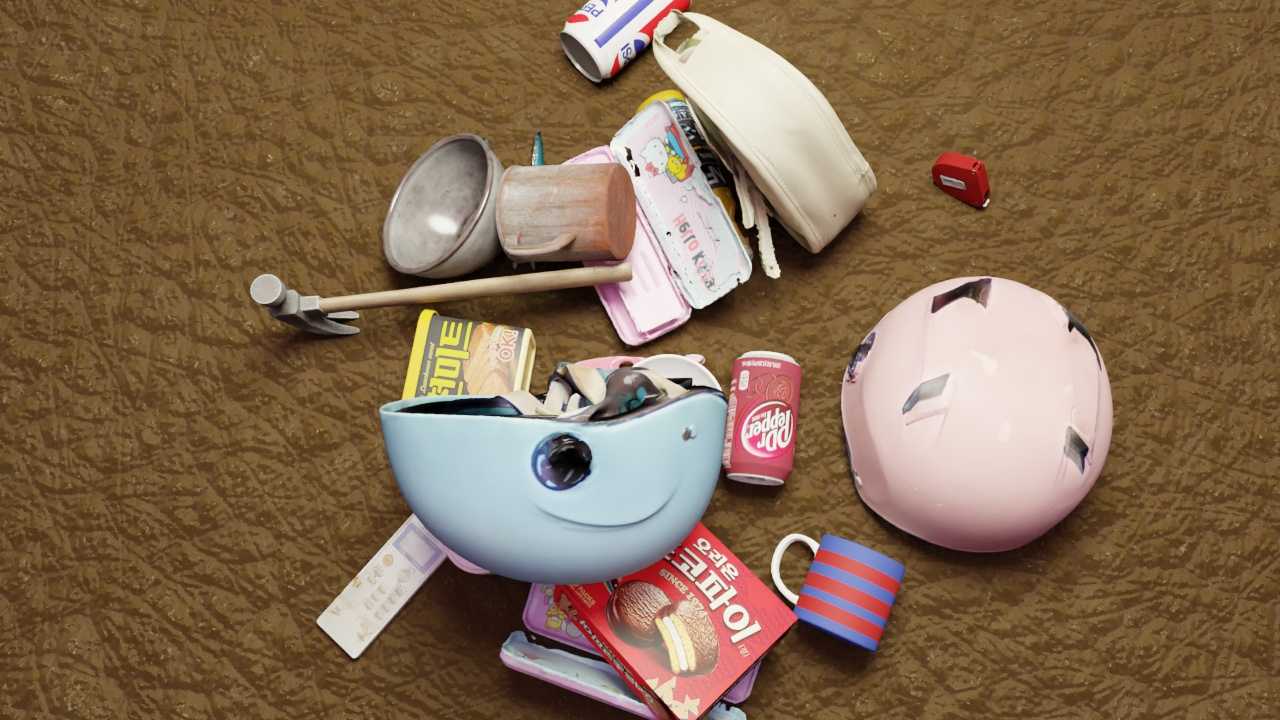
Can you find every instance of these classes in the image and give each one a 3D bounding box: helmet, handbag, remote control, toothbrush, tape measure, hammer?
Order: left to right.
[{"bbox_3d":[-0.230,0.202,0.838,0.050,0.011,0.135,40,81,10],"label":"remote control"},{"bbox_3d":[-0.172,-0.066,0.844,0.331,0.119,0.030,-8,76,0],"label":"hammer"},{"bbox_3d":[-0.064,0.084,0.702,0.265,0.226,0.167,3,89,-18],"label":"helmet"},{"bbox_3d":[-0.005,0.005,0.876,0.135,0.016,0.021,-6,76,0],"label":"toothbrush"},{"bbox_3d":[0.095,-0.185,0.823,0.132,0.229,0.184,-47,68,3],"label":"handbag"},{"bbox_3d":[0.312,-0.176,0.896,0.051,0.059,0.019,27,76,38],"label":"tape measure"},{"bbox_3d":[0.298,0.031,0.799,0.230,0.153,0.255,19,72,10],"label":"helmet"}]

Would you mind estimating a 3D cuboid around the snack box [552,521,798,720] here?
[{"bbox_3d":[0.028,0.207,0.763,0.132,0.036,0.152,-34,64,-30],"label":"snack box"}]

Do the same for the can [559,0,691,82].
[{"bbox_3d":[-0.014,-0.351,0.935,0.132,0.070,0.070,-44,79,-8],"label":"can"}]

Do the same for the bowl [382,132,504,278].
[{"bbox_3d":[-0.172,-0.136,0.873,0.145,0.067,0.144,-18,59,32],"label":"bowl"}]

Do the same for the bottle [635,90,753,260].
[{"bbox_3d":[0.055,-0.174,0.898,0.053,0.053,0.186,-23,77,-4],"label":"bottle"}]

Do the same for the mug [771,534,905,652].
[{"bbox_3d":[0.165,0.196,0.803,0.112,0.075,0.076,17,76,32],"label":"mug"}]

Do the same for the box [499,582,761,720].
[{"bbox_3d":[-0.004,0.244,0.774,0.214,0.092,0.090,18,97,6],"label":"box"}]

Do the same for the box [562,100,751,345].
[{"bbox_3d":[0.008,-0.129,0.884,0.156,0.059,0.201,-29,77,15],"label":"box"}]

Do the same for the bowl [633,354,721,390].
[{"bbox_3d":[0.027,0.051,0.844,0.105,0.054,0.104,-1,74,5],"label":"bowl"}]

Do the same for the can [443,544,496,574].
[{"bbox_3d":[-0.135,0.155,0.813,0.067,0.076,0.067,0,76,1],"label":"can"}]

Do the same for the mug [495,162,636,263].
[{"bbox_3d":[-0.070,-0.125,0.820,0.110,0.096,0.122,-3,36,21],"label":"mug"}]

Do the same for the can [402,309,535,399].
[{"bbox_3d":[-0.158,0.028,0.848,0.101,0.072,0.130,8,77,1],"label":"can"}]

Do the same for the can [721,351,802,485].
[{"bbox_3d":[0.111,0.053,0.837,0.063,0.063,0.114,7,77,3],"label":"can"}]

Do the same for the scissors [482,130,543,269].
[{"bbox_3d":[-0.124,-0.170,0.921,0.120,0.019,0.150,29,81,7],"label":"scissors"}]
